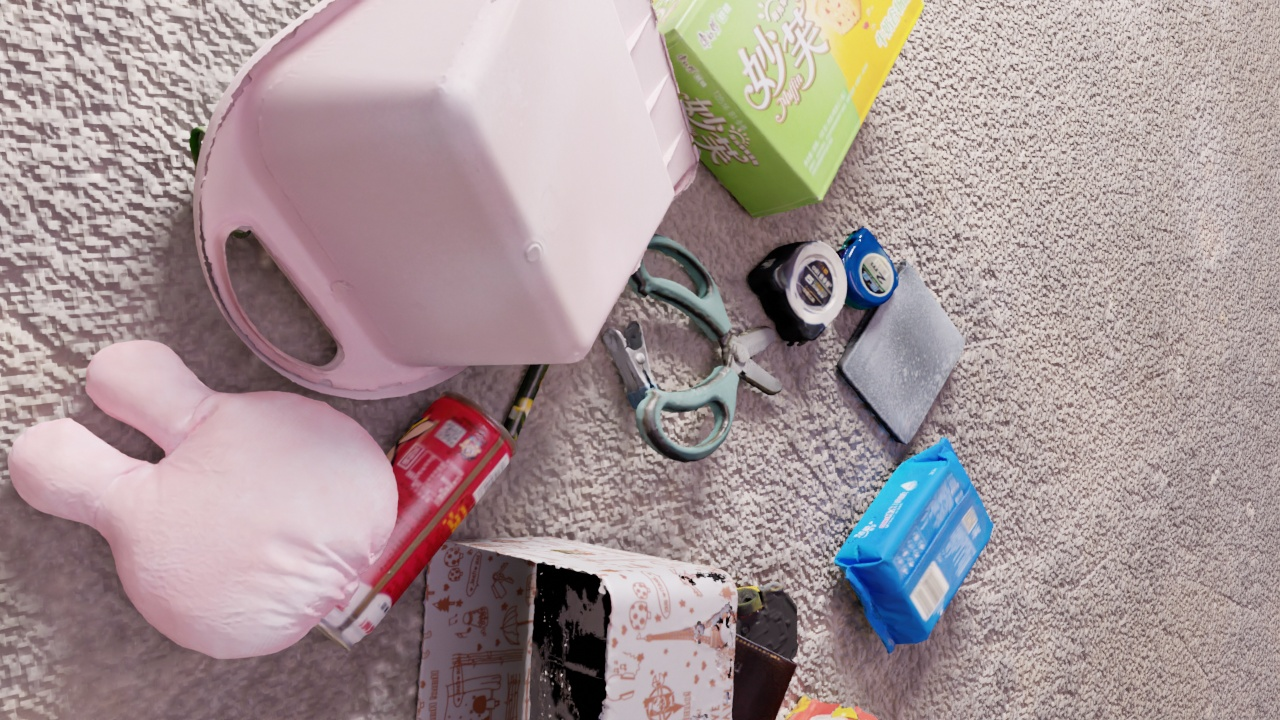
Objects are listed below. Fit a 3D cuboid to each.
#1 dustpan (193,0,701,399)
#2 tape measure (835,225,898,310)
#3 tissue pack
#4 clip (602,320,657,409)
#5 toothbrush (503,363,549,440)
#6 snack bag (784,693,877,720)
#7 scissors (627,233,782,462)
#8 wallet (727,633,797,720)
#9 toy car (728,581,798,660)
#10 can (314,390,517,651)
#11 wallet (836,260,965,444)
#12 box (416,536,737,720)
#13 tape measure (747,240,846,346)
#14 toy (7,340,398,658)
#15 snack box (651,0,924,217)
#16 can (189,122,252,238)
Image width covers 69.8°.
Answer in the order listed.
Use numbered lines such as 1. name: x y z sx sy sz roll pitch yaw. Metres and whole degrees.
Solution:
1. dustpan: -0.090 -0.111 0.478 0.223 0.139 0.272 68 33 -42
2. tape measure: 0.172 -0.067 0.715 0.058 0.025 0.054 50 62 -13
3. tissue pack: 0.215 0.142 0.717 0.156 0.052 0.095 -44 114 -29
4. clip: -0.005 0.004 0.586 0.029 0.025 0.057 -19 94 -39
5. toothbrush: -0.043 -0.034 0.568 0.017 0.012 0.185 38 67 -40
6. snack bag: 0.101 0.326 0.596 0.207 0.129 0.073 -46 148 -32
7. scissors: 0.037 -0.020 0.608 0.172 0.019 0.179 -30 98 -47
8. wallet: 0.040 0.226 0.561 0.096 0.020 0.122 34 72 -29
9. toy car: 0.040 0.199 0.595 0.155 0.041 0.071 -24 105 -29
10. can: -0.125 0.081 0.477 0.053 0.053 0.132 50 62 -23
11. wallet: 0.213 -0.006 0.746 0.097 0.019 0.120 46 65 -22
12. box: -0.063 0.212 0.439 0.124 0.179 0.273 35 68 -31
13. tape measure: 0.118 -0.054 0.671 0.065 0.034 0.066 -42 113 -27
14. toy: -0.193 0.058 0.416 0.159 0.054 0.121 34 67 0
15. snack box: 0.098 -0.230 0.643 0.157 0.070 0.209 42 65 -27
16. can: -0.146 -0.112 0.470 0.146 0.058 0.058 -29 104 -33
